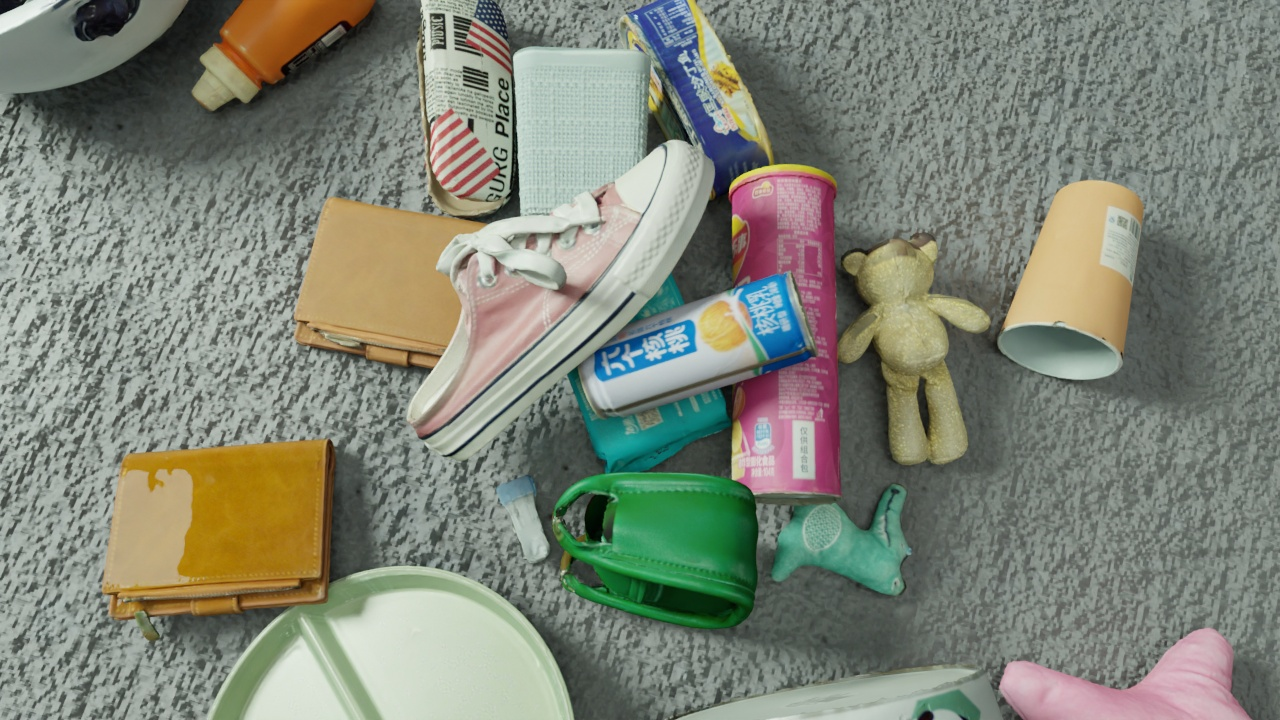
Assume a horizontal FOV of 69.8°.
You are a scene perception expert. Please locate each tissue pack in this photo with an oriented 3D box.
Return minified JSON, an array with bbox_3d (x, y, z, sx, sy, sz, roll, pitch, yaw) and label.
[{"bbox_3d":[-0.004,0.004,0.609,0.093,0.050,0.133,-21,81,-8],"label":"tissue pack"}]

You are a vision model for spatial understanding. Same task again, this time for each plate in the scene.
[{"bbox_3d":[-0.148,0.237,0.537,0.230,0.027,0.229,-2,65,5],"label":"plate"}]

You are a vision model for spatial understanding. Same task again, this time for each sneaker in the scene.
[{"bbox_3d":[-0.062,-0.047,0.533,0.241,0.118,0.088,-44,115,9],"label":"sneaker"}]

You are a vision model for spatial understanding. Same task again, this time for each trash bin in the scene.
[{"bbox_3d":[0.120,0.304,0.476,0.229,0.230,0.251,-9,73,-6],"label":"trash bin"}]

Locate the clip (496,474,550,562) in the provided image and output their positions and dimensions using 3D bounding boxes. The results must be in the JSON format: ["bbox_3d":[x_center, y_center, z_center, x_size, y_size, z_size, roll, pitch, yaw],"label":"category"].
[{"bbox_3d":[-0.075,0.105,0.600,0.026,0.038,0.058,-16,82,-9],"label":"clip"}]

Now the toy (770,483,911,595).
[{"bbox_3d":[0.140,0.117,0.607,0.092,0.030,0.096,26,70,-3],"label":"toy"}]

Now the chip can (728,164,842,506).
[{"bbox_3d":[0.092,-0.015,0.592,0.071,0.071,0.210,2,77,-3],"label":"chip can"}]

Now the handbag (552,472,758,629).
[{"bbox_3d":[0.009,0.116,0.548,0.120,0.131,0.067,5,66,2],"label":"handbag"}]

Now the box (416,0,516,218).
[{"bbox_3d":[-0.117,-0.184,0.626,0.075,0.082,0.163,-3,77,-6],"label":"box"}]

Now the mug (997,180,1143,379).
[{"bbox_3d":[0.301,-0.058,0.631,0.078,0.078,0.122,22,74,1],"label":"mug"}]

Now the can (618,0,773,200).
[{"bbox_3d":[0.037,-0.185,0.640,0.049,0.075,0.148,-25,80,-5],"label":"can"}]

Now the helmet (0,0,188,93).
[{"bbox_3d":[-0.398,-0.274,0.595,0.258,0.146,0.229,-33,83,-17],"label":"helmet"}]

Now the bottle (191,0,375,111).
[{"bbox_3d":[-0.254,-0.231,0.641,0.067,0.067,0.149,44,87,6],"label":"bottle"}]

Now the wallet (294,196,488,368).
[{"bbox_3d":[-0.159,-0.050,0.621,0.132,0.031,0.107,10,78,2],"label":"wallet"}]

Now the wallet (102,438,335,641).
[{"bbox_3d":[-0.261,0.109,0.573,0.130,0.035,0.119,-4,69,-4],"label":"wallet"}]

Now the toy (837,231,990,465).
[{"bbox_3d":[0.183,-0.006,0.622,0.105,0.066,0.157,-11,87,6],"label":"toy"}]

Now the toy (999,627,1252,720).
[{"bbox_3d":[0.328,0.262,0.561,0.194,0.075,0.178,-6,70,-4],"label":"toy"}]

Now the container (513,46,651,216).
[{"bbox_3d":[-0.039,-0.138,0.620,0.090,0.090,0.111,0,82,-4],"label":"container"}]

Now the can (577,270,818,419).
[{"bbox_3d":[0.033,-0.007,0.541,0.135,0.053,0.053,-18,79,13],"label":"can"}]
